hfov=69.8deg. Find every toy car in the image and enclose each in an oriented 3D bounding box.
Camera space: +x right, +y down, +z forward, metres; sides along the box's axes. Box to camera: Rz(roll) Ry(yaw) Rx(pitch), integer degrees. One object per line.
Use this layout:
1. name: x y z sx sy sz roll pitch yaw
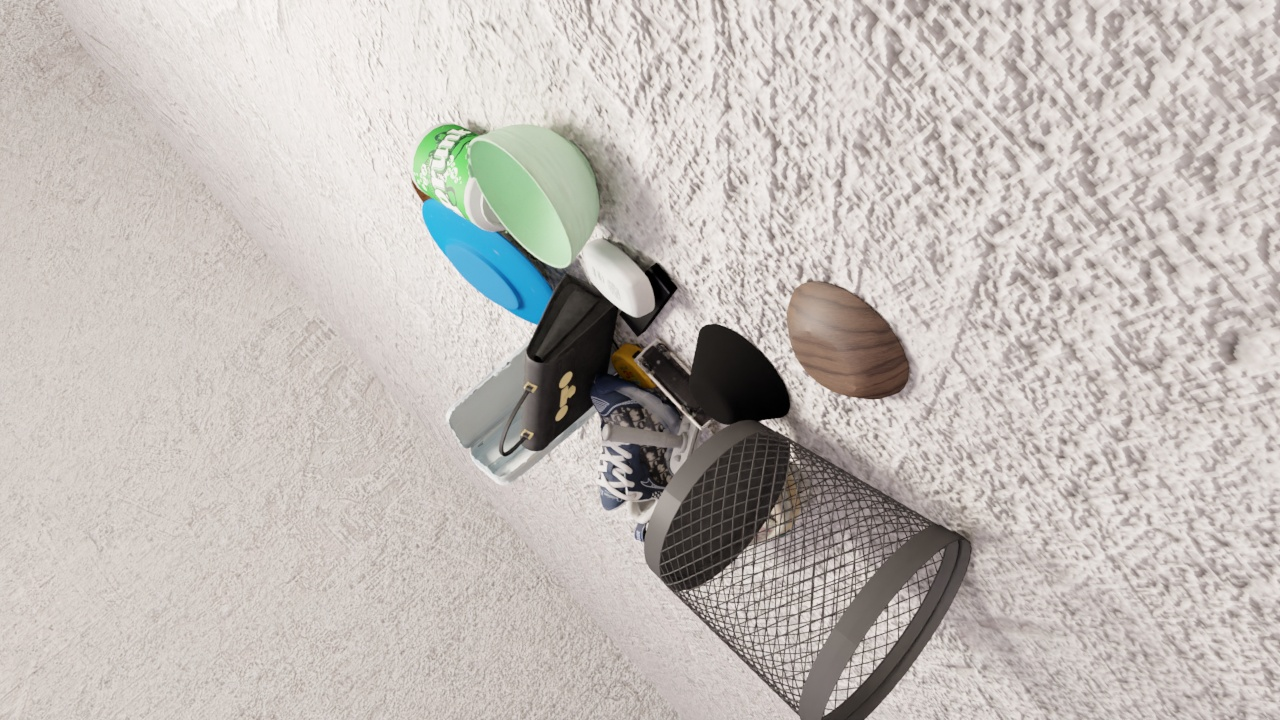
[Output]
1. toy car: 0.045 0.027 1.048 0.113 0.039 0.039 46 -179 8

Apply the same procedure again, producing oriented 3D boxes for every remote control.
1. remote control: -0.023 -0.086 0.957 0.114 0.028 0.060 41 152 49
2. remote control: 0.007 -0.063 0.988 0.034 0.013 0.150 51 160 4

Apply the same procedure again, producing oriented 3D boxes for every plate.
1. plate: -0.192 -0.111 1.149 0.224 0.024 0.225 34 161 13

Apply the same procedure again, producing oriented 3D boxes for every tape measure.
1. tape measure: -0.007 0.007 1.120 0.059 0.030 0.068 52 157 -11

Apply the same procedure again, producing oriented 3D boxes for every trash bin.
1. trash bin: 0.149 0.194 0.870 0.227 0.217 0.218 35 156 34

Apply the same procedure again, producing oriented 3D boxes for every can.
1. can: -0.188 -0.205 1.021 0.140 0.087 0.088 33 156 35

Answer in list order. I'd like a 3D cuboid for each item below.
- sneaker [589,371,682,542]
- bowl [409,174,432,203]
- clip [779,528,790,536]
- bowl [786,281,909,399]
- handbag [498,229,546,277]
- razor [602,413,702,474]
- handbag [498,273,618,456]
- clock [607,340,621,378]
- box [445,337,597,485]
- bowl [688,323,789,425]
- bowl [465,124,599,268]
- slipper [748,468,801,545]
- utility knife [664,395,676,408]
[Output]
1. sneaker: -0.012 0.126 1.158 0.103 0.132 0.269 22 155 34
2. bowl: -0.236 -0.195 1.136 0.114 0.026 0.102 40 161 14
3. clip: 0.145 0.182 1.142 0.120 0.033 0.122 43 160 5
4. bowl: 0.159 -0.007 0.749 0.119 0.032 0.119 41 159 19
5. handbag: -0.203 -0.146 1.222 0.186 0.047 0.124 47 159 5
6. razor: 0.012 0.091 1.075 0.047 0.116 0.088 -124 46 -64
7. handbag: -0.110 0.032 1.066 0.072 0.195 0.176 25 140 12
8. clock: -0.061 -0.006 1.203 0.095 0.035 0.123 22 146 52
9. box: -0.153 0.067 1.275 0.105 0.210 0.129 30 155 37
10. bowl: 0.087 0.028 0.933 0.124 0.052 0.124 41 159 19
11. bowl: -0.094 -0.172 0.903 0.151 0.076 0.151 41 159 19
12. slipper: 0.099 0.177 1.101 0.115 0.052 0.264 62 149 11
13. utility knife: 0.030 0.077 1.202 0.031 0.015 0.221 39 157 10
